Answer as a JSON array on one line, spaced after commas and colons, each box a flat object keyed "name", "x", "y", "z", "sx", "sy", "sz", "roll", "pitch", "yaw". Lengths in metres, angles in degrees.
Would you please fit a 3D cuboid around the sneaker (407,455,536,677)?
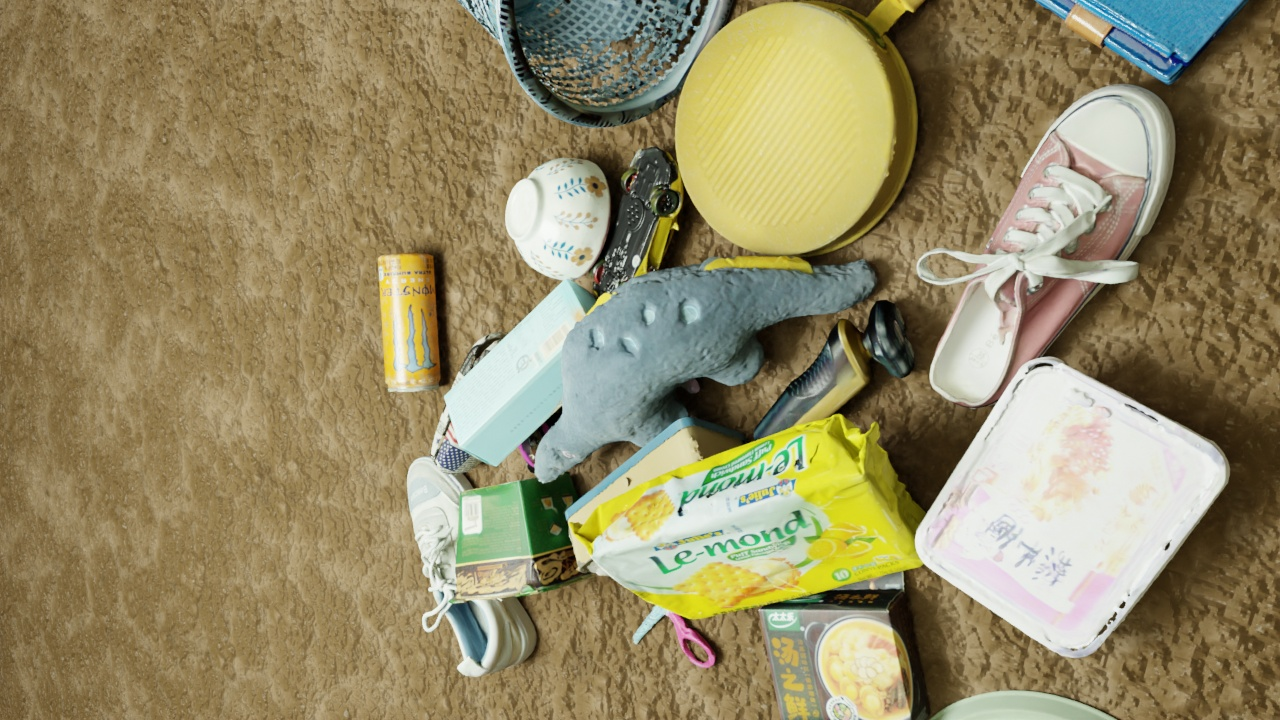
[{"name": "sneaker", "x": -0.200, "y": 0.214, "z": 0.954, "sx": 0.090, "sy": 0.090, "sz": 0.242, "roll": -38, "pitch": 73, "yaw": 30}]

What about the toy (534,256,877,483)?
[{"name": "toy", "x": 0.014, "y": -0.002, "z": 0.755, "sx": 0.357, "sy": 0.138, "sz": 0.091, "roll": -36, "pitch": 34, "yaw": 25}]

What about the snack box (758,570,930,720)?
[{"name": "snack box", "x": 0.161, "y": 0.229, "z": 0.738, "sx": 0.113, "sy": 0.053, "sz": 0.125, "roll": -11, "pitch": 93, "yaw": 34}]

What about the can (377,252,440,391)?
[{"name": "can", "x": -0.247, "y": -0.041, "z": 0.981, "sx": 0.058, "sy": 0.058, "sz": 0.146, "roll": -1, "pitch": 94, "yaw": 34}]

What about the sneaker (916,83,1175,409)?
[{"name": "sneaker", "x": 0.265, "y": -0.069, "z": 0.612, "sx": 0.118, "sy": 0.087, "sz": 0.241, "roll": 37, "pitch": 114, "yaw": 26}]

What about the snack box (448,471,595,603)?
[{"name": "snack box", "x": -0.115, "y": 0.167, "z": 0.879, "sx": 0.118, "sy": 0.117, "sz": 0.105, "roll": -16, "pitch": 81, "yaw": 31}]

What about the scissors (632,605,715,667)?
[{"name": "scissors", "x": 0.028, "y": 0.224, "z": 0.846, "sx": 0.133, "sy": 0.017, "sz": 0.134, "roll": 45, "pitch": 121, "yaw": 22}]

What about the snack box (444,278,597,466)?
[{"name": "snack box", "x": -0.101, "y": 0.012, "z": 0.847, "sx": 0.175, "sy": 0.051, "sz": 0.074, "roll": -42, "pitch": 41, "yaw": 12}]

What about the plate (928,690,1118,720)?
[{"name": "plate", "x": 0.296, "y": 0.358, "z": 0.668, "sx": 0.231, "sy": 0.027, "sz": 0.230, "roll": 3, "pitch": 96, "yaw": 33}]

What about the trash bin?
[{"name": "trash bin", "x": -0.064, "y": -0.334, "z": 0.754, "sx": 0.195, "sy": 0.226, "sz": 0.227, "roll": 42, "pitch": 116, "yaw": 38}]

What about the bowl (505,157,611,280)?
[{"name": "bowl", "x": -0.084, "y": -0.133, "z": 0.840, "sx": 0.114, "sy": 0.062, "sz": 0.113, "roll": -12, "pitch": 76, "yaw": 52}]

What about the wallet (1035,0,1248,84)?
[{"name": "wallet", "x": 0.322, "y": -0.254, "z": 0.587, "sx": 0.133, "sy": 0.040, "sz": 0.106, "roll": 45, "pitch": 108, "yaw": 23}]

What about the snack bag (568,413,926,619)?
[{"name": "snack bag", "x": 0.088, "y": 0.125, "z": 0.700, "sx": 0.247, "sy": 0.158, "sz": 0.068, "roll": -21, "pitch": 47, "yaw": 23}]

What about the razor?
[{"name": "razor", "x": 0.149, "y": 0.024, "z": 0.727, "sx": 0.067, "sy": 0.062, "sz": 0.168, "roll": 36, "pitch": 123, "yaw": -7}]

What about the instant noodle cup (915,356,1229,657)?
[{"name": "instant noodle cup", "x": 0.289, "y": 0.096, "z": 0.625, "sx": 0.138, "sy": 0.060, "sz": 0.174, "roll": 34, "pitch": 114, "yaw": 23}]

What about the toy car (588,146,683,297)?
[{"name": "toy car", "x": 0.000, "y": -0.110, "z": 0.810, "sx": 0.071, "sy": 0.041, "sz": 0.156, "roll": 43, "pitch": 120, "yaw": 49}]

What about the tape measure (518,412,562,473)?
[{"name": "tape measure", "x": -0.092, "y": 0.080, "z": 0.897, "sx": 0.057, "sy": 0.039, "sz": 0.058, "roll": -11, "pitch": 88, "yaw": 35}]

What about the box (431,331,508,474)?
[{"name": "box", "x": -0.168, "y": 0.042, "z": 0.933, "sx": 0.060, "sy": 0.072, "sz": 0.164, "roll": 48, "pitch": 118, "yaw": 49}]

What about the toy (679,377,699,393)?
[{"name": "toy", "x": -0.005, "y": 0.005, "z": 0.832, "sx": 0.108, "sy": 0.038, "sz": 0.084, "roll": -22, "pitch": 79, "yaw": 30}]

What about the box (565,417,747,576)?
[{"name": "box", "x": 0.021, "y": 0.120, "z": 0.789, "sx": 0.185, "sy": 0.089, "sz": 0.062, "roll": -42, "pitch": 49, "yaw": 27}]

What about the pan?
[{"name": "pan", "x": 0.167, "y": -0.234, "z": 0.690, "sx": 0.197, "sy": 0.078, "sz": 0.358, "roll": 49, "pitch": 125, "yaw": 17}]
